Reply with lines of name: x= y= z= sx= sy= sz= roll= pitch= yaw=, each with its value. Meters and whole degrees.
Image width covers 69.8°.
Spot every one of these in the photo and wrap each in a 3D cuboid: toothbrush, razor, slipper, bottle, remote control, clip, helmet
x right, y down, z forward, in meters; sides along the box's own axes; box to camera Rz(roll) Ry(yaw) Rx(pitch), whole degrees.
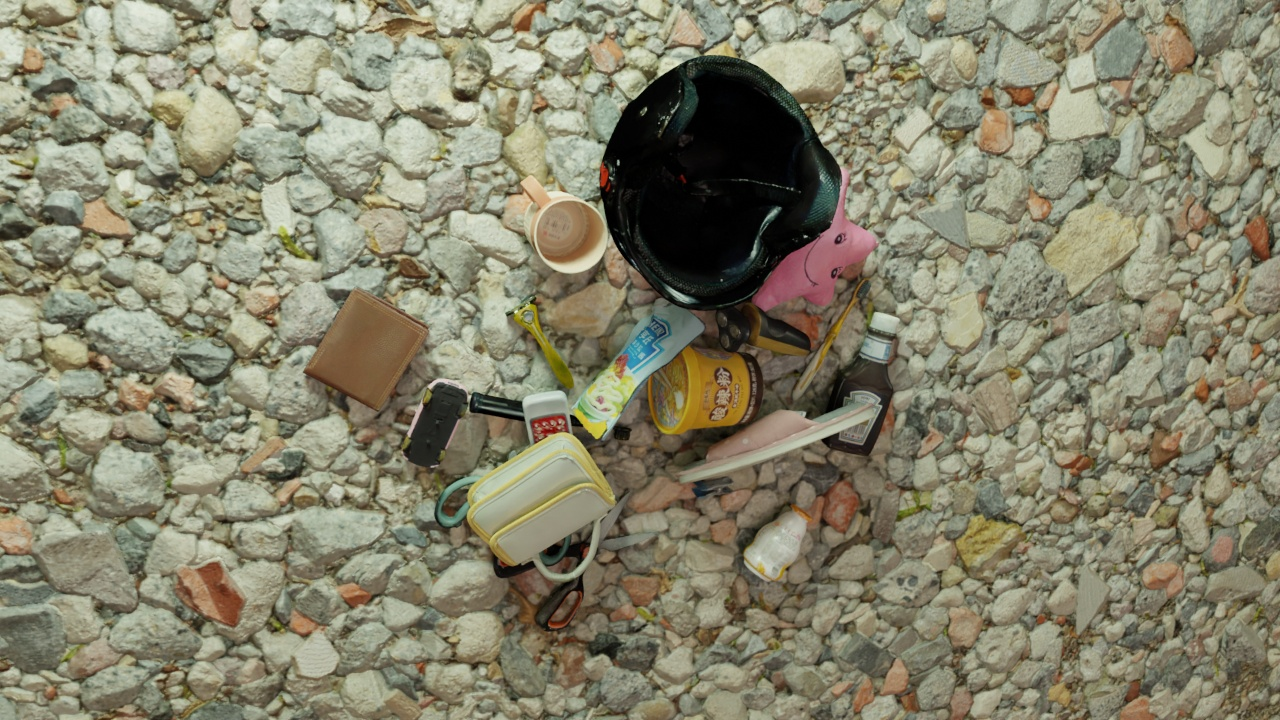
toothbrush: x=-0.111 y=0.073 z=1.164 sx=0.212 sy=0.026 sz=0.027 roll=13 pitch=77 yaw=-19
razor: x=0.160 y=-0.031 z=1.168 sx=0.167 sy=0.062 sz=0.068 roll=14 pitch=113 yaw=-44
razor: x=-0.116 y=-0.016 z=1.136 sx=0.043 sy=0.028 sz=0.132 roll=-33 pitch=114 yaw=-8
slipper: x=0.173 y=0.098 z=1.198 sx=0.274 sy=0.114 sz=0.054 roll=-19 pitch=81 yaw=0
bottle: x=0.307 y=0.031 z=1.254 sx=0.080 sy=0.044 sz=0.195 roll=13 pitch=102 yaw=-11
remote control: x=-0.112 y=0.097 z=1.152 sx=0.056 sy=0.020 sz=0.136 roll=-9 pitch=126 yaw=-5
bottle: x=0.194 y=0.253 z=1.280 sx=0.063 sy=0.063 sz=0.108 roll=34 pitch=95 yaw=-22
clip: x=0.100 y=0.173 z=1.252 sx=0.058 sy=0.025 sz=0.036 roll=-2 pitch=114 yaw=-20
helmet: x=0.067 y=-0.192 z=1.011 sx=0.233 sy=0.230 sz=0.274 roll=22 pitch=89 yaw=-22
toothbrush: x=0.258 y=-0.027 z=1.236 sx=0.016 sy=0.018 sz=0.191 roll=28 pitch=98 yaw=-19

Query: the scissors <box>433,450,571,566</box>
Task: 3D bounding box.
scissors: x=-0.174 y=0.200 z=1.176 sx=0.170 sy=0.019 sz=0.171 roll=-15 pitch=110 yaw=1

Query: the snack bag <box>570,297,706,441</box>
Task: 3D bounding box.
snack bag: x=-0.007 y=0.007 z=1.127 sx=0.039 sy=0.110 sz=0.191 roll=38 pitch=95 yaw=-26

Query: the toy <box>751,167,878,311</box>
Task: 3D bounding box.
toy: x=0.226 y=-0.149 z=1.152 sx=0.178 sy=0.074 sz=0.195 roll=-10 pitch=126 yaw=-23

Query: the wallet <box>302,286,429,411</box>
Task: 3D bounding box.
wallet: x=-0.322 y=-0.013 z=1.079 sx=0.101 sy=0.032 sz=0.124 roll=31 pitch=96 yaw=-18

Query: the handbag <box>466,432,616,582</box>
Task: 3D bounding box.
handbag: x=-0.109 y=0.199 z=1.142 sx=0.163 sy=0.063 sz=0.179 roll=-32 pitch=111 yaw=7

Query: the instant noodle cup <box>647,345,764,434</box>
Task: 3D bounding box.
instant noodle cup: x=0.084 y=0.035 z=1.160 sx=0.114 sy=0.118 sz=0.118 roll=2 pitch=106 yaw=-24

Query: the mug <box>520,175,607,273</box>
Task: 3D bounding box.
mug: x=-0.098 y=-0.162 z=1.052 sx=0.081 sy=0.106 sz=0.114 roll=-39 pitch=112 yaw=-1

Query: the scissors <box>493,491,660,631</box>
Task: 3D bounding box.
scissors: x=-0.091 y=0.267 z=1.230 sx=0.227 sy=0.021 sz=0.221 roll=14 pitch=103 yaw=-18

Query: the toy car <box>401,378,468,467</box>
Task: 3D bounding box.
toy car: x=-0.251 y=0.075 z=1.122 sx=0.056 sy=0.037 sz=0.123 roll=22 pitch=112 yaw=-17
